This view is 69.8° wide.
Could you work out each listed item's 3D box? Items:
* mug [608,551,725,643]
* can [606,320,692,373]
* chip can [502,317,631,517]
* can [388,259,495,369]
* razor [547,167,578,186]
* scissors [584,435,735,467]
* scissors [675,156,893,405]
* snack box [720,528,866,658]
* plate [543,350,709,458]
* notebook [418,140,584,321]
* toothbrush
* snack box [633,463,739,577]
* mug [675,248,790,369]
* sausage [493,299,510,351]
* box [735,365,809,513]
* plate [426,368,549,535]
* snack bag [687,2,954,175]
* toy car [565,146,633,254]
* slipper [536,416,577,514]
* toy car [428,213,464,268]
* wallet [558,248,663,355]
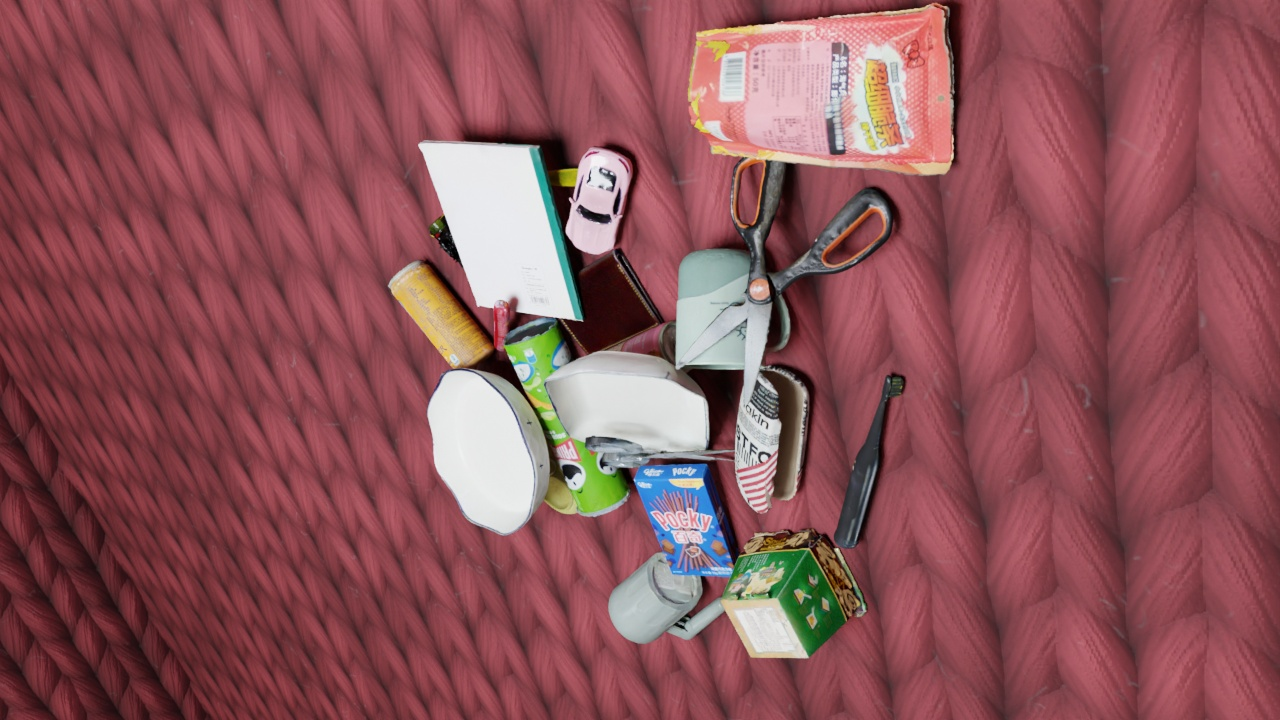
[{"bbox_3d":[0.036,0.302,1.147,0.124,0.083,0.104,25,135,-12],"label":"mug"},{"bbox_3d":[-0.006,0.006,0.992,0.148,0.057,0.058,-24,101,44],"label":"can"},{"bbox_3d":[-0.086,0.068,1.085,0.072,0.072,0.236,-8,112,41],"label":"chip can"},{"bbox_3d":[-0.247,-0.053,1.142,0.146,0.058,0.058,51,135,-1],"label":"can"},{"bbox_3d":[-0.096,-0.194,0.958,0.133,0.028,0.043,10,119,31],"label":"razor"},{"bbox_3d":[0.020,0.103,1.018,0.159,0.014,0.172,16,156,-25],"label":"scissors"},{"bbox_3d":[0.119,-0.079,0.790,0.224,0.021,0.220,-12,80,18],"label":"scissors"},{"bbox_3d":[0.157,0.262,0.997,0.118,0.105,0.117,-17,106,44],"label":"snack box"},{"bbox_3d":[-0.007,0.048,0.952,0.162,0.034,0.266,6,158,8],"label":"plate"},{"bbox_3d":[-0.145,-0.136,0.985,0.150,0.012,0.209,10,132,27],"label":"notebook"},{"bbox_3d":[0.223,0.102,0.899,0.027,0.026,0.213,3,125,-4],"label":"toothbrush"},{"bbox_3d":[0.056,0.186,1.056,0.085,0.026,0.157,-4,124,26],"label":"snack box"},{"bbox_3d":[0.089,-0.046,0.860,0.082,0.111,0.106,167,105,-72],"label":"mug"},{"bbox_3d":[-0.162,-0.040,1.076,0.020,0.020,0.156,44,161,6],"label":"sausage"},{"bbox_3d":[0.138,0.077,0.943,0.074,0.079,0.164,44,145,48],"label":"box"},{"bbox_3d":[-0.180,0.105,1.101,0.205,0.045,0.205,17,115,42],"label":"plate"},{"bbox_3d":[0.143,-0.213,0.735,0.208,0.073,0.129,8,126,28],"label":"snack bag"},{"bbox_3d":[-0.042,-0.157,0.921,0.056,0.037,0.123,19,132,3],"label":"toy car"},{"bbox_3d":[-0.148,0.130,1.170,0.190,0.081,0.092,46,133,0],"label":"slipper"},{"bbox_3d":[-0.182,-0.156,1.033,0.071,0.041,0.156,46,139,-11],"label":"toy car"},{"bbox_3d":[-0.041,-0.058,1.006,0.123,0.020,0.096,-24,105,44],"label":"wallet"}]
